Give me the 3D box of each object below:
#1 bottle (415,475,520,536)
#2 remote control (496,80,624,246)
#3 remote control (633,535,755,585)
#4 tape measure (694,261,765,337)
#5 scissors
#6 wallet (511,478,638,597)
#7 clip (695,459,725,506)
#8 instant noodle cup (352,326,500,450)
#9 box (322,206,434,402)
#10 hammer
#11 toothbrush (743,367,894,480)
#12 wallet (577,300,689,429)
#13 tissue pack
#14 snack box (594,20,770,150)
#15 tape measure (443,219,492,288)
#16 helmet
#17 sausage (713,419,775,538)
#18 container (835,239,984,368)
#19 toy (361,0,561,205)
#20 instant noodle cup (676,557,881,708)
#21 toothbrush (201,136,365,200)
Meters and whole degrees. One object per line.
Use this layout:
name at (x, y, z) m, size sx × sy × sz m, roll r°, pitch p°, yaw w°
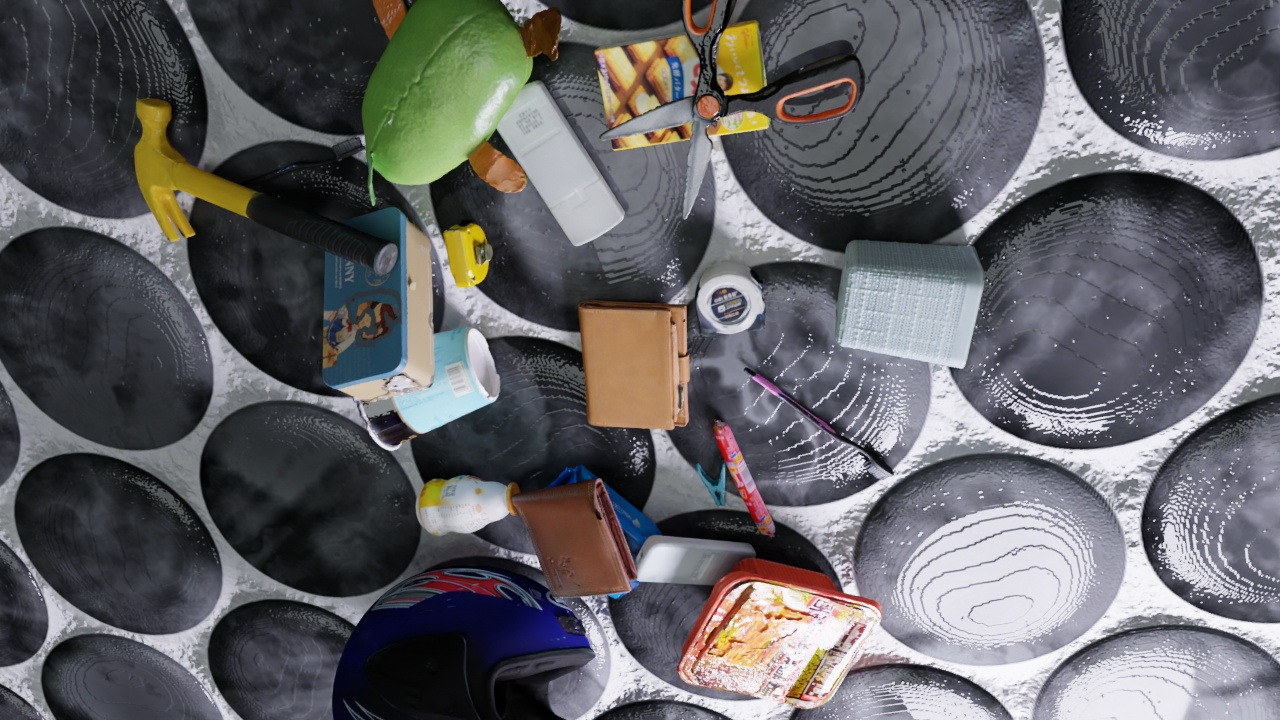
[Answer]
bottle at (-0.185, 0.155, 0.993) m, size 0.108 × 0.063 × 0.063 m, roll -8°, pitch 114°, yaw 14°
remote control at (-0.075, -0.179, 0.838) m, size 0.058 × 0.021 × 0.150 m, roll -26°, pitch 109°, yaw 20°
remote control at (0.057, 0.212, 0.972) m, size 0.135 × 0.020 × 0.056 m, roll 10°, pitch 119°, yaw -28°
tape measure at (0.084, -0.058, 0.862) m, size 0.066 × 0.033 × 0.066 m, roll -5°, pitch 117°, yaw 10°
scissors at (0.072, -0.226, 0.758) m, size 0.221 × 0.021 × 0.235 m, roll 5°, pitch 117°, yaw 11°
wallet at (-0.068, 0.184, 0.941) m, size 0.101 × 0.032 × 0.124 m, roll -14°, pitch 103°, yaw 27°
clip at (0.079, 0.130, 0.964) m, size 0.034 × 0.013 × 0.054 m, roll -8°, pitch 112°, yaw 14°
instant noodle cup at (-0.210, 0.020, 0.917) m, size 0.120 × 0.111 × 0.111 m, roll -18°, pitch 111°, yaw 8°
box at (-0.244, -0.056, 0.858) m, size 0.090 × 0.061 × 0.184 m, roll -15°, pitch 69°, yaw 15°
hammer at (-0.356, -0.142, 0.855) m, size 0.301 × 0.032 × 0.129 m, roll 22°, pitch 119°, yaw 18°
toothbrush at (0.177, 0.064, 0.917) m, size 0.189 × 0.014 × 0.018 m, roll 35°, pitch 128°, yaw -7°
wallet at (-0.005, 0.005, 0.909) m, size 0.108 × 0.031 × 0.132 m, roll 2°, pitch 116°, yaw 12°
tissue pack at (-0.045, 0.185, 0.990) m, size 0.157 × 0.052 × 0.095 m, roll 41°, pitch 117°, yaw -11°
snack box at (0.037, -0.235, 0.787) m, size 0.140 × 0.033 × 0.087 m, roll -6°, pitch 115°, yaw 10°
tape measure at (-0.161, -0.102, 0.869) m, size 0.029 × 0.057 × 0.060 m, roll -2°, pitch 110°, yaw 12°
helmet at (-0.164, 0.344, 0.979) m, size 0.316 × 0.247 × 0.240 m, roll 5°, pitch 73°, yaw 13°
sausage at (0.108, 0.125, 0.953) m, size 0.020 × 0.020 × 0.156 m, roll -20°, pitch 111°, yaw 18°
container at (0.232, -0.054, 0.810) m, size 0.111 × 0.090 × 0.090 m, roll 7°, pitch 116°, yaw 9°
toy at (-0.163, -0.241, 0.784) m, size 0.247 × 0.089 × 0.227 m, roll -39°, pitch 78°, yaw 31°
instant noodle cup at (0.140, 0.284, 0.978) m, size 0.188 × 0.079 × 0.165 m, roll 16°, pitch 118°, yaw -15°
toothbrush at (-0.349, -0.184, 0.887) m, size 0.190 × 0.014 × 0.016 m, roll -13°, pitch 111°, yaw 16°
